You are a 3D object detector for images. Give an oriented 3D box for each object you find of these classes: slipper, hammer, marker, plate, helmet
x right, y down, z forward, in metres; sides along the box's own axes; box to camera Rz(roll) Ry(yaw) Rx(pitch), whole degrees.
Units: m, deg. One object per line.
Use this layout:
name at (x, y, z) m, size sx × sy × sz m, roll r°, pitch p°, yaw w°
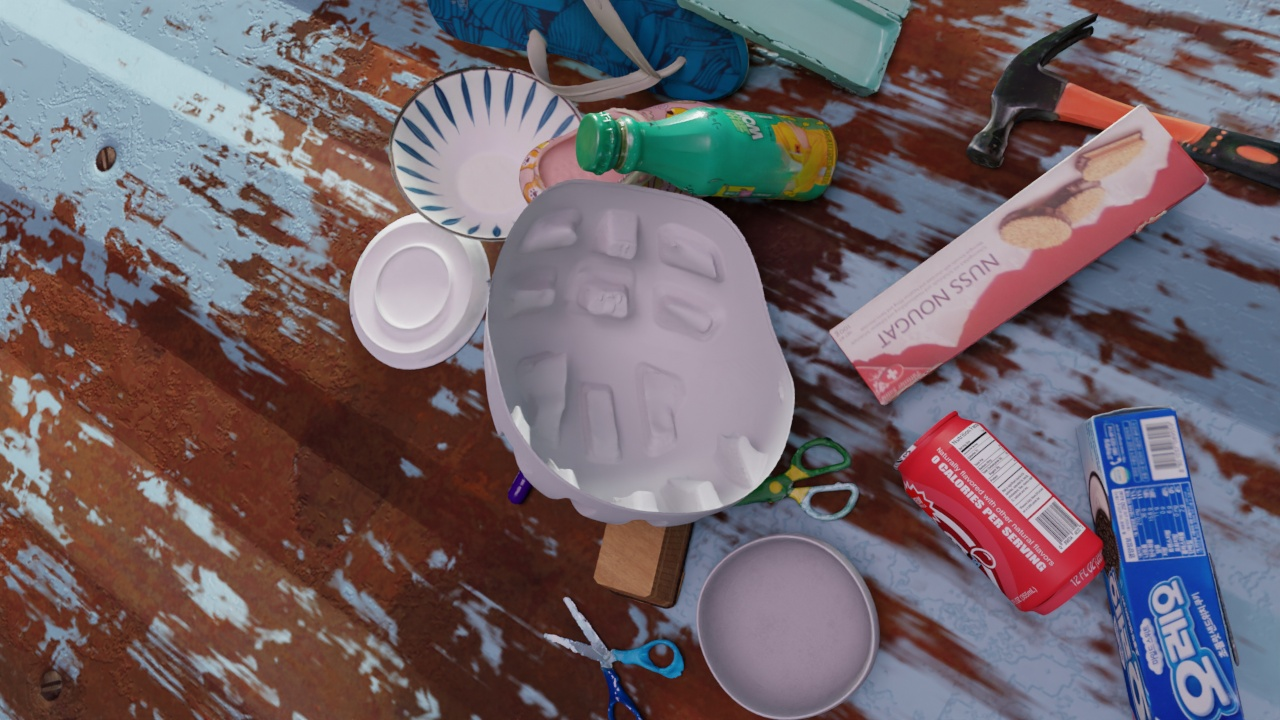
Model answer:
slipper at (-0.052, -0.285, 0.789) m, size 0.295 × 0.118 × 0.060 m, roll 13°, pitch 46°, yaw 6°
hammer at (0.429, -0.156, 0.677) m, size 0.333 × 0.033 × 0.133 m, roll 26°, pitch 88°, yaw 20°
marker at (-0.082, 0.067, 0.816) m, size 0.018 × 0.015 × 0.134 m, roll 29°, pitch 90°, yaw 49°
slipper at (-0.007, -0.179, 0.774) m, size 0.197 × 0.082 × 0.093 m, roll -16°, pitch 75°, yaw -9°
plate at (-0.218, -0.070, 0.888) m, size 0.157 × 0.014 × 0.157 m, roll -3°, pitch 79°, yaw 18°
helmet at (-0.004, 0.005, 0.683) m, size 0.224 × 0.184 × 0.282 m, roll -2°, pitch 40°, yaw -16°

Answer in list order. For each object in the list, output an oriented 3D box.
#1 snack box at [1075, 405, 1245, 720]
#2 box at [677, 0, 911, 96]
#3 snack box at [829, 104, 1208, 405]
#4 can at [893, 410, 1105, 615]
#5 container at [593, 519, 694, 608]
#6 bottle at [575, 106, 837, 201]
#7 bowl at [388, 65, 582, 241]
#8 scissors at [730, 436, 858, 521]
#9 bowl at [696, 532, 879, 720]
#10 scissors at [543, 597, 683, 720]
snack box at (0.354, 0.147, 0.630) m, size 0.059 × 0.059 × 0.226 m, roll -9°, pitch 77°, yaw 13°
box at (0.137, -0.318, 0.754) m, size 0.186 × 0.033 × 0.136 m, roll 23°, pitch 87°, yaw -13°
snack box at (0.274, -0.073, 0.687) m, size 0.273 × 0.044 × 0.076 m, roll -37°, pitch 77°, yaw 15°
can at (0.256, 0.109, 0.660) m, size 0.074 × 0.074 × 0.142 m, roll -44°, pitch 70°, yaw 6°
container at (0.004, 0.142, 0.747) m, size 0.063 × 0.061 × 0.114 m, roll 11°, pitch 84°, yaw 20°
bottle at (0.052, -0.164, 0.720) m, size 0.209 × 0.068 × 0.068 m, roll -2°, pitch 75°, yaw -26°
bowl at (-0.135, -0.174, 0.836) m, size 0.177 × 0.071 × 0.177 m, roll 2°, pitch 70°, yaw -7°
scissors at (0.112, 0.110, 0.744) m, size 0.131 × 0.014 × 0.070 m, roll -19°, pitch 74°, yaw 13°
bowl at (0.113, 0.199, 0.697) m, size 0.132 × 0.064 × 0.131 m, roll -4°, pitch 79°, yaw 18°
scissors at (-0.033, 0.258, 0.764) m, size 0.134 × 0.015 × 0.104 m, roll 14°, pitch 85°, yaw 22°
